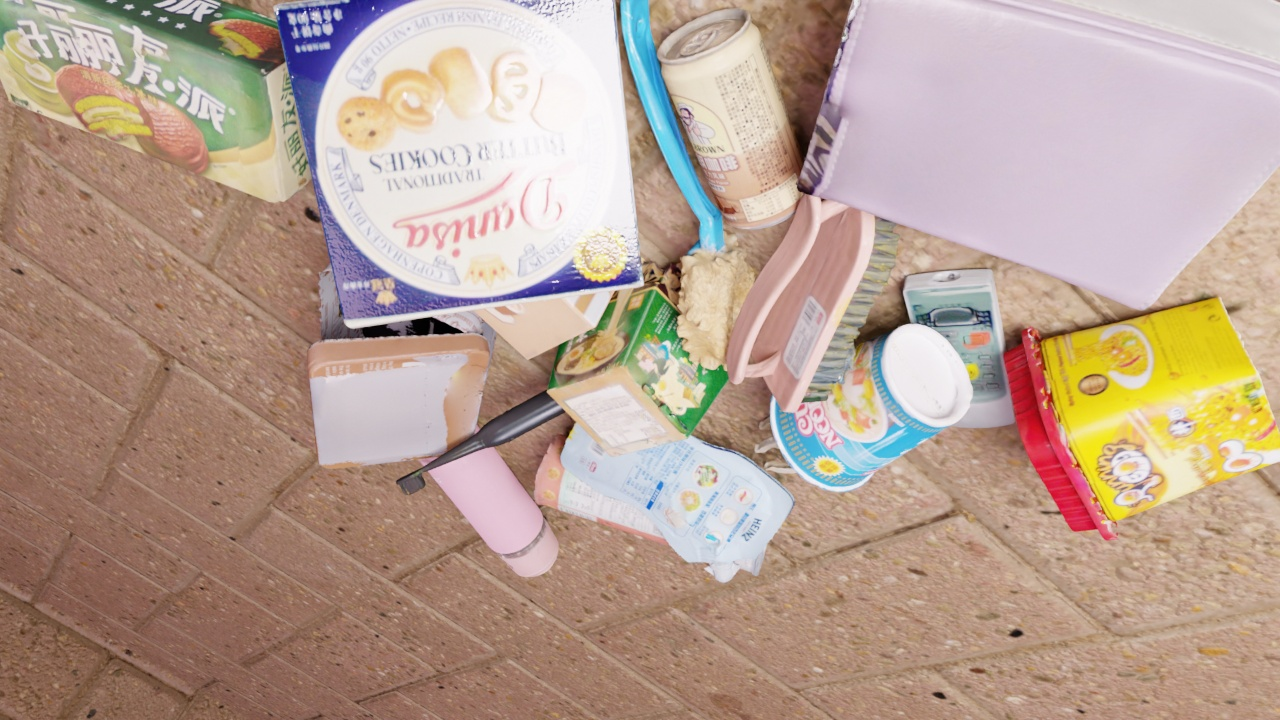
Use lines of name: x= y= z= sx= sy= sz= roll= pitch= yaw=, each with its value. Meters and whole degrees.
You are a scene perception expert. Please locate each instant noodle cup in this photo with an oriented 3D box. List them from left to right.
instant noodle cup: x=0.159 y=0.027 z=0.622 sx=0.099 sy=0.099 sz=0.110 roll=34 pitch=146 yaw=-10
instant noodle cup: x=0.304 y=0.030 z=0.557 sx=0.124 sy=0.115 sz=0.116 roll=-23 pitch=121 yaw=29

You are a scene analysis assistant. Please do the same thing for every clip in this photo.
clip: x=0.146 y=0.069 z=0.736 sx=0.104 sy=0.034 sz=0.076 roll=-4 pitch=131 yaw=19

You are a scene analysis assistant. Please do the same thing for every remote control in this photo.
remote control: x=0.219 y=-0.005 z=0.624 sx=0.056 sy=0.019 sz=0.135 roll=-2 pitch=133 yaw=29

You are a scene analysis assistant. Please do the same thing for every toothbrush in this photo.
toothbrush: x=-0.115 y=0.059 z=0.771 sx=0.213 sy=0.026 sz=0.027 roll=-29 pitch=98 yaw=9

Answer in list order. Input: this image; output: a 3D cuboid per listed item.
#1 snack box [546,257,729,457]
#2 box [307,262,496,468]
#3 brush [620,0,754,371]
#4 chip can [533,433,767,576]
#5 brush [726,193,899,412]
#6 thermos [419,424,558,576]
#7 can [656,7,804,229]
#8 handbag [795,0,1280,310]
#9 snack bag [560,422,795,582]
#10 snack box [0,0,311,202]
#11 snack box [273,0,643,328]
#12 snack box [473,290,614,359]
snack box: x=-0.004 y=0.004 z=0.682 sx=0.118 sy=0.105 sz=0.118 roll=-18 pitch=123 yaw=41
box: x=-0.198 y=0.013 z=0.751 sx=0.148 sy=0.157 sz=0.182 roll=25 pitch=141 yaw=1
brush: x=0.030 y=-0.104 z=0.582 sx=0.046 sy=0.082 sz=0.255 roll=4 pitch=128 yaw=34
chip can: x=0.013 y=0.130 z=0.838 sx=0.215 sy=0.071 sz=0.071 roll=16 pitch=140 yaw=11
brush: x=0.104 y=-0.040 z=0.563 sx=0.073 sy=0.063 sz=0.146 roll=3 pitch=129 yaw=-21
thermos: x=-0.155 y=0.143 z=0.953 sx=0.087 sy=0.067 sz=0.199 roll=30 pitch=156 yaw=49
can: x=0.056 y=-0.137 z=0.532 sx=0.059 sy=0.058 sz=0.116 roll=-4 pitch=132 yaw=30
handbag: x=0.190 y=-0.120 z=0.452 sx=0.197 sy=0.098 sz=0.145 roll=18 pitch=138 yaw=6
snack bag: x=0.027 y=0.101 z=0.776 sx=0.191 sy=0.038 sz=0.110 roll=34 pitch=105 yaw=12
snack box: x=-0.350 y=-0.209 z=0.659 sx=0.240 sy=0.063 sz=0.115 roll=21 pitch=139 yaw=5
snack box: x=-0.095 y=-0.121 z=0.531 sx=0.178 sy=0.045 sz=0.183 roll=-8 pitch=109 yaw=-3
snack box: x=-0.070 y=-0.072 z=0.641 sx=0.077 sy=0.094 sz=0.093 roll=-23 pitch=121 yaw=43
